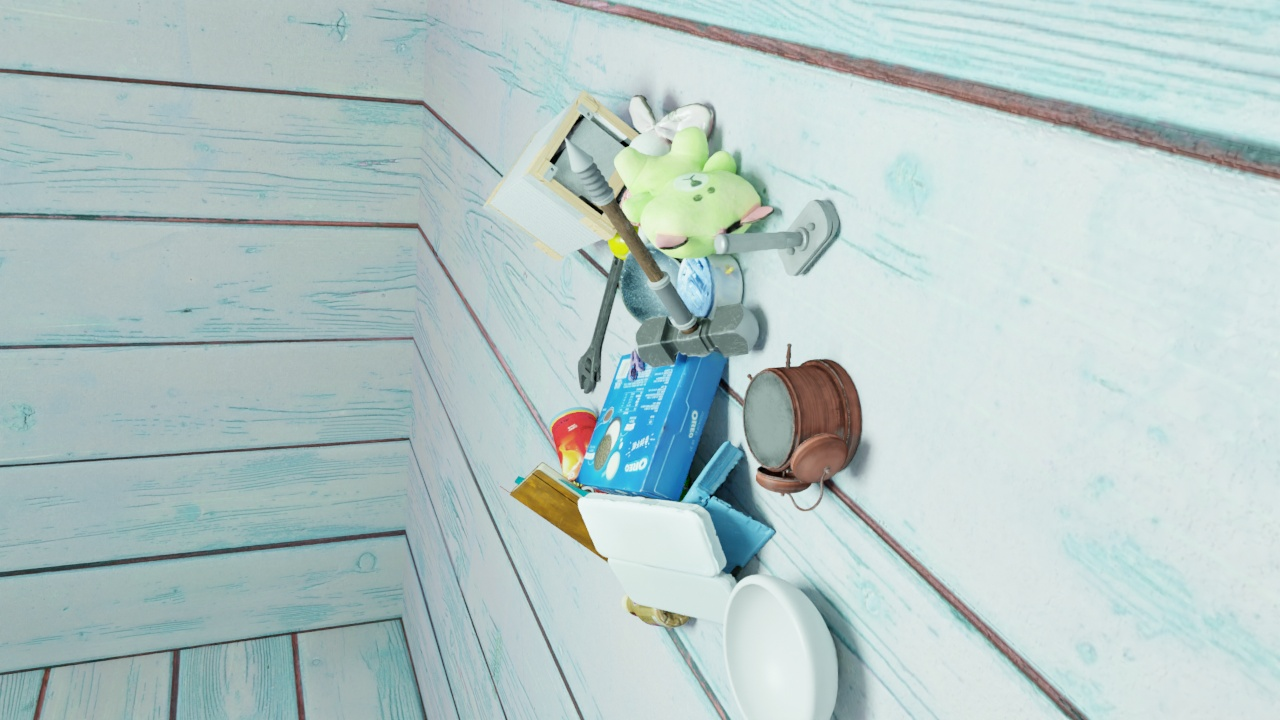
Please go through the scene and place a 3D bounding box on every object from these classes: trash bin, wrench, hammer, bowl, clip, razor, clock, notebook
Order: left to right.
[{"bbox_3d":[-0.105,-0.260,1.339,0.142,0.142,0.247,-60,19,-14],"label":"trash bin"},{"bbox_3d":[-0.075,0.230,1.313,0.014,0.249,0.179,-57,7,-29],"label":"notebook"},{"bbox_3d":[-0.065,-0.058,1.496,0.073,0.018,0.274,-119,36,-46],"label":"wrench"},{"bbox_3d":[-0.003,0.003,1.217,0.043,0.014,0.051,-29,41,59],"label":"clip"},{"bbox_3d":[0.003,-0.111,0.981,0.156,0.322,0.043,-8,48,29],"label":"hammer"},{"bbox_3d":[0.028,-0.100,1.211,0.110,0.055,0.110,7,100,41],"label":"bowl"},{"bbox_3d":[0.079,-0.076,1.116,0.088,0.052,0.126,-117,34,-43],"label":"clock"},{"bbox_3d":[0.127,-0.120,0.920,0.088,0.116,0.047,-55,48,54],"label":"razor"},{"bbox_3d":[0.155,0.310,0.955,0.177,0.066,0.176,177,90,-67],"label":"bowl"},{"bbox_3d":[0.160,0.072,0.918,0.121,0.072,0.157,134,130,-59],"label":"clock"}]

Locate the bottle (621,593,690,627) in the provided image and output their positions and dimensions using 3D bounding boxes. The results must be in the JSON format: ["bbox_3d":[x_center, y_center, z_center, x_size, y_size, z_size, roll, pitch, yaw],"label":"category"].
[{"bbox_3d":[0.016,0.342,1.288,0.166,0.059,0.059,149,116,-65],"label":"bottle"}]

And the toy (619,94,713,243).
[{"bbox_3d":[0.020,-0.244,1.193,0.159,0.084,0.194,21,106,46],"label":"toy"}]

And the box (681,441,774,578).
[{"bbox_3d":[0.089,0.216,1.140,0.111,0.094,0.232,35,137,7],"label":"box"}]

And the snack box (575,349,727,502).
[{"bbox_3d":[0.008,0.081,1.197,0.239,0.056,0.195,-9,59,66],"label":"snack box"}]

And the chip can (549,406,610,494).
[{"bbox_3d":[-0.085,0.183,1.476,0.087,0.087,0.213,113,147,-45],"label":"chip can"}]

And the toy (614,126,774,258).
[{"bbox_3d":[0.056,-0.184,1.073,0.107,0.150,0.196,71,178,-53],"label":"toy"}]

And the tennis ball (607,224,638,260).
[{"bbox_3d":[-0.014,-0.174,1.303,0.065,0.065,0.065,177,90,-67],"label":"tennis ball"}]

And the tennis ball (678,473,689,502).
[{"bbox_3d":[0.033,0.163,1.225,0.065,0.065,0.065,177,90,-67],"label":"tennis ball"}]

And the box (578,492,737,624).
[{"bbox_3d":[0.027,0.244,1.114,0.210,0.045,0.191,1,123,43],"label":"box"}]
